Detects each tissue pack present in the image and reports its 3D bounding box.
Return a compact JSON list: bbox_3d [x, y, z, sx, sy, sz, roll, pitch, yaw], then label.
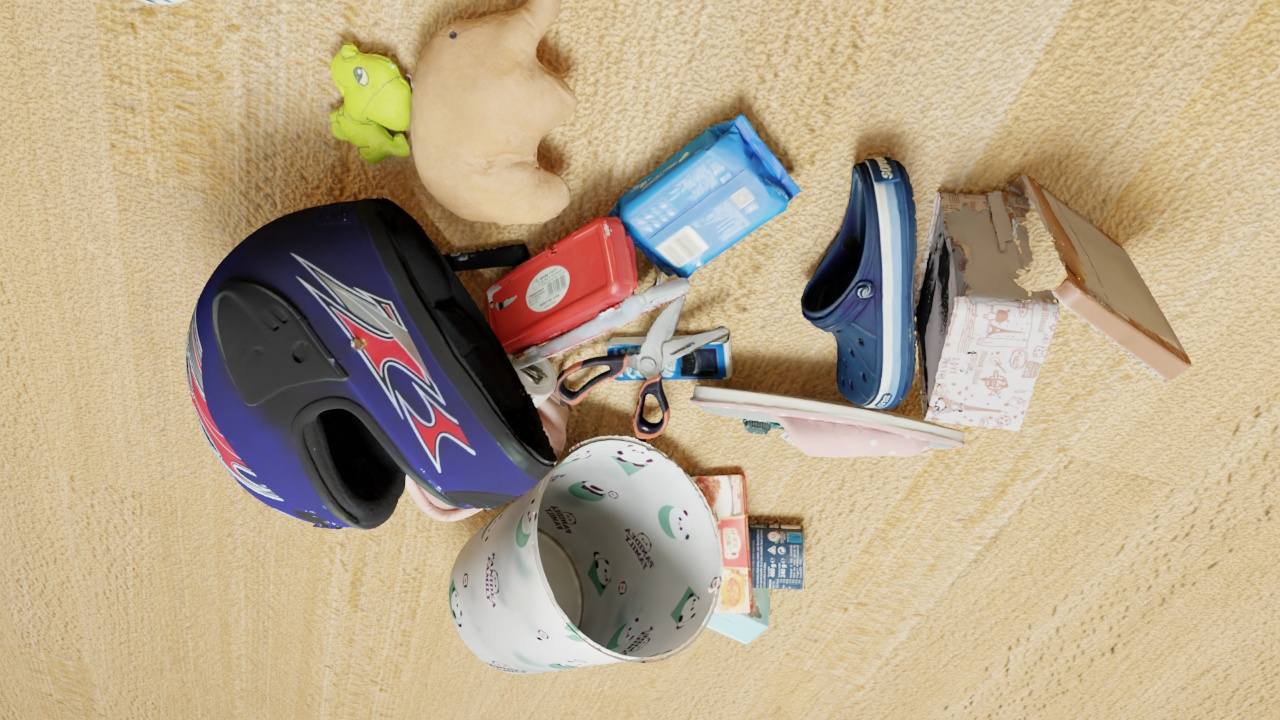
[{"bbox_3d":[0.053,-0.139,0.797,0.157,0.052,0.095,-33,120,30],"label":"tissue pack"}]

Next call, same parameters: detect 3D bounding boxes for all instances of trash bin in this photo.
[{"bbox_3d":[-0.075,0.233,1.008,0.229,0.228,0.253,33,141,-18],"label":"trash bin"}]

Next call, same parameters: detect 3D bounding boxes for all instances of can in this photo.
[{"bbox_3d":[0.138,0.230,1.077,0.111,0.075,0.075,1,130,7],"label":"can"}]

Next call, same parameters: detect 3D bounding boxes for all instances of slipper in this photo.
[{"bbox_3d":[0.184,0.067,0.917,0.274,0.114,0.054,9,91,4],"label":"slipper"},{"bbox_3d":[0.191,-0.055,0.811,0.095,0.105,0.253,-3,128,5],"label":"slipper"}]

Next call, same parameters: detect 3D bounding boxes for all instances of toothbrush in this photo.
[{"bbox_3d":[0.204,0.082,0.981,0.191,0.018,0.016,9,131,2],"label":"toothbrush"}]

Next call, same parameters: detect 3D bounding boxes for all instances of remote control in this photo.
[{"bbox_3d":[0.030,-0.004,0.931,0.125,0.024,0.049,0,130,10],"label":"remote control"}]

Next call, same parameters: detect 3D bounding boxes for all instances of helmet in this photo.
[{"bbox_3d":[-0.248,0.026,0.793,0.240,0.247,0.315,-34,75,4],"label":"helmet"}]

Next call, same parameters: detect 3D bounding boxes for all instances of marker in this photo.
[{"bbox_3d":[-0.172,-0.095,0.890,0.132,0.020,0.022,-6,133,14],"label":"marker"}]

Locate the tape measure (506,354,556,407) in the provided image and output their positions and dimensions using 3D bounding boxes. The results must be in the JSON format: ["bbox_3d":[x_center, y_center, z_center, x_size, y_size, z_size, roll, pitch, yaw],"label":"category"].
[{"bbox_3d":[-0.120,0.016,0.939,0.066,0.065,0.034,40,129,-9],"label":"tape measure"}]

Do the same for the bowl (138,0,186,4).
[{"bbox_3d":[-0.356,-0.319,0.687,0.116,0.116,0.066,3,174,6],"label":"bowl"}]

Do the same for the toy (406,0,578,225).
[{"bbox_3d":[-0.122,-0.214,0.749,0.143,0.082,0.226,6,127,-3],"label":"toy"}]

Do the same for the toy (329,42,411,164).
[{"bbox_3d":[-0.229,-0.219,0.788,0.096,0.031,0.100,40,129,-23],"label":"toy"}]

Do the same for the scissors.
[{"bbox_3d":[-0.002,0.013,0.920,0.189,0.015,0.226,7,134,14],"label":"scissors"}]

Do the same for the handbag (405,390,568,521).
[{"bbox_3d":[-0.212,0.051,0.986,0.194,0.093,0.234,-31,112,28],"label":"handbag"}]

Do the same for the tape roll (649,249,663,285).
[{"bbox_3d":[-0.021,-0.085,0.878,0.086,0.013,0.086,4,130,5],"label":"tape roll"}]

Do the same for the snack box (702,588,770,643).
[{"bbox_3d":[0.075,0.276,1.125,0.175,0.074,0.052,28,129,-14],"label":"snack box"}]

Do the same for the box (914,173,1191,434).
[{"bbox_3d":[0.332,-0.050,0.748,0.185,0.182,0.155,7,131,7],"label":"box"}]

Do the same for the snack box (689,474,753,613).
[{"bbox_3d":[0.084,0.206,1.033,0.075,0.152,0.025,-4,173,14],"label":"snack box"}]

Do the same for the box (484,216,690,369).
[{"bbox_3d":[-0.051,-0.056,0.859,0.101,0.095,0.202,0,164,-42],"label":"box"}]
